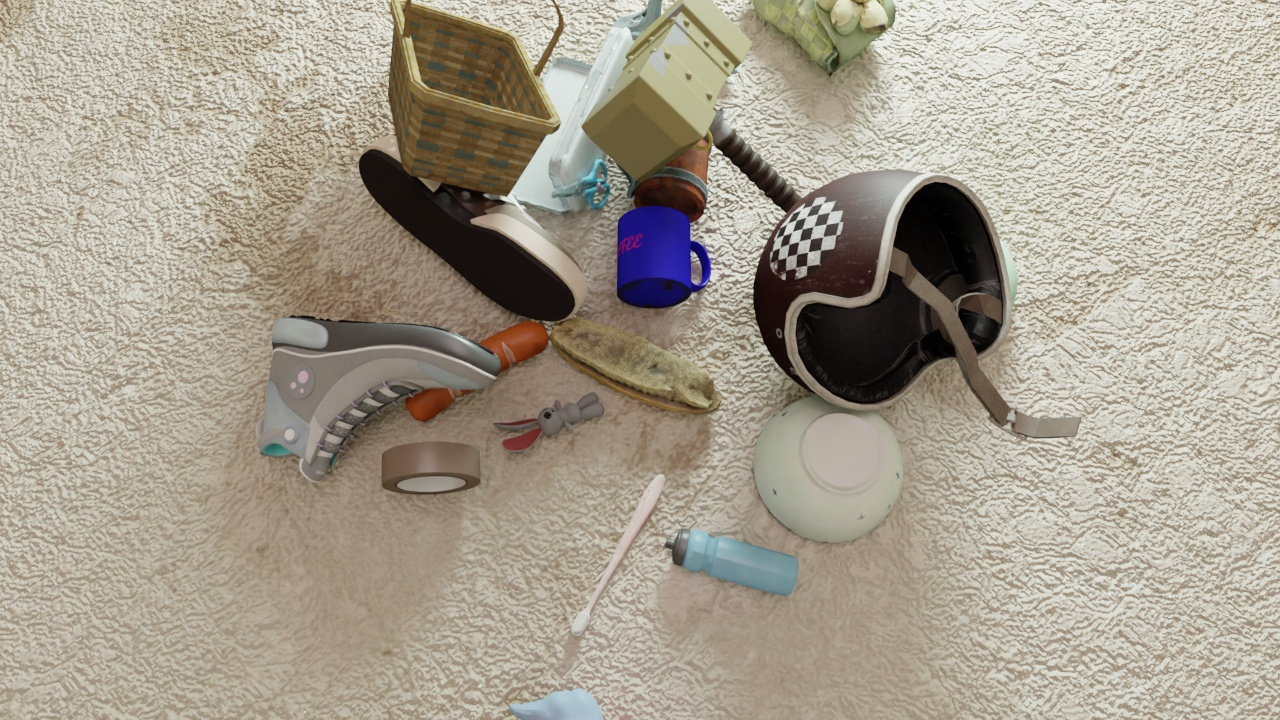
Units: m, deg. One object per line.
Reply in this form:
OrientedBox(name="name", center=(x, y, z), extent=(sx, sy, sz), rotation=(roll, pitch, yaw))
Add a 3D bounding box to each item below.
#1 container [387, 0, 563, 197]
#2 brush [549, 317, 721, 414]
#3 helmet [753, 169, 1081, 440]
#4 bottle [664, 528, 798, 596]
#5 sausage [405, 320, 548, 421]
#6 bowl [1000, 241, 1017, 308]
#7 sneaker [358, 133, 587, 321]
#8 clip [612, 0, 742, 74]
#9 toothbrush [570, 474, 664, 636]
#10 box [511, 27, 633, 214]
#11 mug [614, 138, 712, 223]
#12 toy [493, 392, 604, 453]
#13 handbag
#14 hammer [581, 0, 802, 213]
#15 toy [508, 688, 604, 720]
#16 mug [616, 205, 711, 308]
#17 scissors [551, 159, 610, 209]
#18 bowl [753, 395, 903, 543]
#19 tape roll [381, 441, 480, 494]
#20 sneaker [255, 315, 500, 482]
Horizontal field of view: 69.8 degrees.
OrientedBox(name="container", center=(-0.173, -0.308, 0.942), extent=(0.157, 0.187, 0.249), rotation=(8, 35, -27))
OrientedBox(name="brush", center=(-0.006, 0.006, 0.962), extent=(0.195, 0.043, 0.059), rotation=(24, 71, 8))
OrientedBox(name="helmet", center=(0.238, -0.060, 0.874), extent=(0.233, 0.254, 0.233), rotation=(17, 75, -35))
OrientedBox(name="bottle", center=(0.087, 0.196, 0.900), extent=(0.130, 0.040, 0.040), rotation=(15, 70, 3))
OrientedBox(name="sausage", center=(-0.170, 0.008, 0.956), extent=(0.164, 0.039, 0.044), rotation=(-32, 60, -12))
OrientedBox(name="bowl", center=(0.343, -0.092, 0.997), extent=(0.151, 0.077, 0.150), rotation=(0, 70, -1))
OrientedBox(name="sneaker", center=(-0.158, -0.156, 0.991), extent=(0.294, 0.112, 0.116), rotation=(35, 54, 15))
OrientedBox(name="clip", center=(0.043, -0.402, 1.057), extent=(0.169, 0.165, 0.031), rotation=(21, 70, 8))
OrientedBox(name="toothbrush", center=(-0.021, 0.190, 0.910), extent=(0.016, 0.018, 0.181), rotation=(28, 71, 7))
OrientedBox(name="box", center=(-0.077, -0.275, 1.029), extent=(0.130, 0.106, 0.210), rotation=(14, 70, 6))
OrientedBox(name="mug", center=(0.022, -0.223, 1.029), extent=(0.117, 0.082, 0.111), rotation=(10, 66, 1))
OrientedBox(name="toy", center=(-0.093, 0.062, 0.945), extent=(0.111, 0.030, 0.049), rotation=(-20, 44, -12))
OrientedBox(name="handbag", center=(0.215, -0.439, 1.095), extent=(0.113, 0.117, 0.186), rotation=(-41, 78, -15))
OrientedBox(name="hammer", center=(0.116, -0.209, 0.970), extent=(0.325, 0.101, 0.189), rotation=(39, 55, -20))
OrientedBox(name="toy", center=(-0.014, 0.371, 0.801), extent=(0.171, 0.120, 0.222), rotation=(-33, 75, -3))
OrientedBox(name="mug", center=(0.028, -0.107, 0.994), extent=(0.111, 0.079, 0.083), rotation=(12, 67, -29))
OrientedBox(name="scissors", center=(-0.062, -0.186, 0.990), extent=(0.015, 0.136, 0.055), rotation=(11, 110, 17))
OrientedBox(name="bowl", center=(0.195, 0.102, 0.922), extent=(0.153, 0.073, 0.153), rotation=(1, 70, -4))
OrientedBox(name="tape roll", center=(-0.203, 0.106, 0.891), extent=(0.093, 0.094, 0.030), rotation=(-4, 70, -4))
OrientedBox(name="sneaker", center=(-0.262, 0.044, 0.889), extent=(0.257, 0.093, 0.160), rotation=(7, 79, 23))
